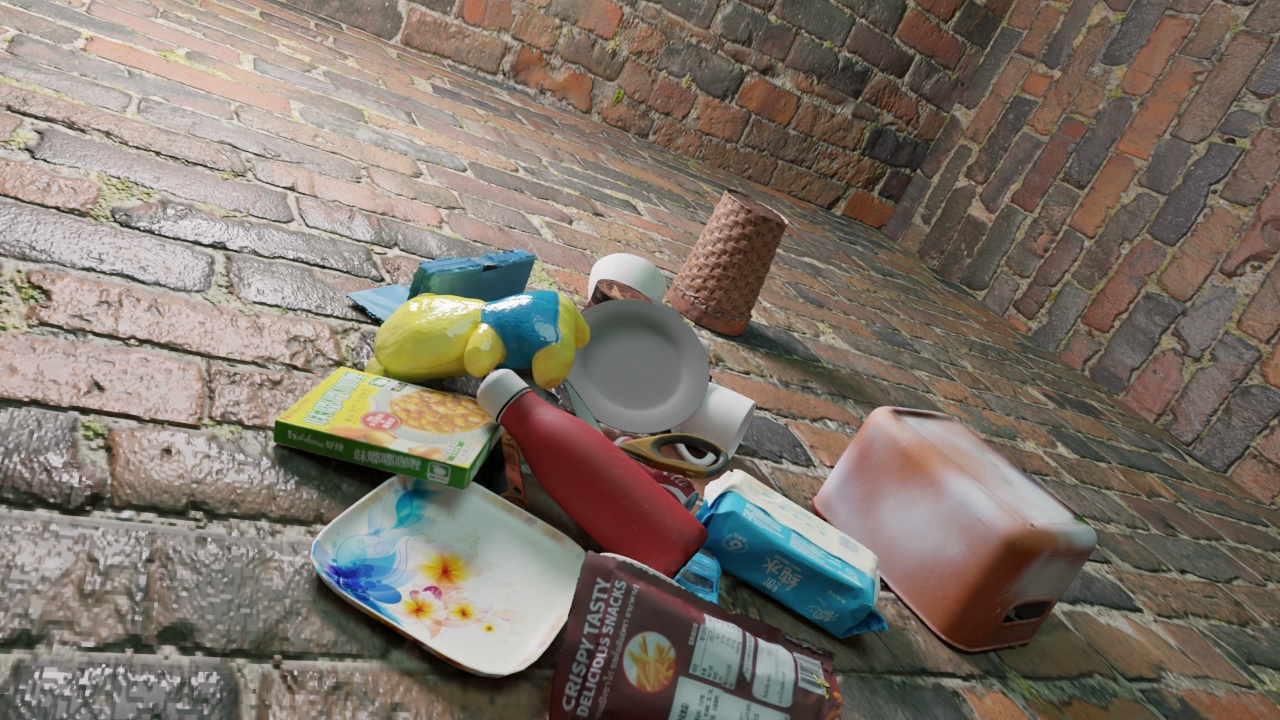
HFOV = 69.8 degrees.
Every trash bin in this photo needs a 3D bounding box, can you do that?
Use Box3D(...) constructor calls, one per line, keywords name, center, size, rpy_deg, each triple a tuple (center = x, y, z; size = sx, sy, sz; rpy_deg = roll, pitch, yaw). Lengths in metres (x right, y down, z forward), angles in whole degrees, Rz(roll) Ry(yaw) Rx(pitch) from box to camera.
Box3D(name="trash bin", center=(0.357, 0.181, 1.048), size=(0.181, 0.158, 0.259), rpy_deg=(8, 28, -39))
Box3D(name="trash bin", center=(0.156, -0.168, 1.563), size=(0.151, 0.210, 0.151), rpy_deg=(23, 21, -10))

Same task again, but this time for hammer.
Box3D(name="hammer", center=(-0.132, 0.061, 0.936), size=(0.137, 0.035, 0.314), rpy_deg=(18, 23, -21))

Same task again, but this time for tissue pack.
Box3D(name="tissue pack", center=(0.151, 0.191, 0.911), size=(0.209, 0.066, 0.116), rpy_deg=(29, 20, 5))

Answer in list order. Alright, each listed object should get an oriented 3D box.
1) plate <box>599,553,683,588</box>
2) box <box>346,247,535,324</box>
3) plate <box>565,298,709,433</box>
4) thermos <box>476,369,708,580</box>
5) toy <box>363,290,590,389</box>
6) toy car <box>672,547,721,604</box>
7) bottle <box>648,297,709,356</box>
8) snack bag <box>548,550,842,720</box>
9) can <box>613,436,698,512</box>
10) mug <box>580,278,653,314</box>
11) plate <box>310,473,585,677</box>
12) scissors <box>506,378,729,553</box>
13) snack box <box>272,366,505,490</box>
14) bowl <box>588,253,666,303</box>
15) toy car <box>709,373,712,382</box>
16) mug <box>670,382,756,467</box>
Box3D(name="plate", center=(0.005, 0.193, 0.736), size=(0.104, 0.104, 0.026), rpy_deg=(26, 65, 13))
Box3D(name="box", center=(-0.238, -0.101, 1.120), size=(0.112, 0.094, 0.231), rpy_deg=(29, 21, 15))
Box3D(name="plate", center=(-0.006, 0.006, 1.077), size=(0.178, 0.012, 0.178), rpy_deg=(6, 60, -11))
Box3D(name="thermos", center=(-0.050, 0.096, 0.800), size=(0.240, 0.073, 0.073), rpy_deg=(42, 24, 12))
Box3D(name="toy", center=(-0.165, -0.027, 0.930), size=(0.214, 0.084, 0.148), rpy_deg=(1, 22, 5))
Box3D(name="toy car", center=(0.050, 0.199, 0.824), size=(0.048, 0.032, 0.105), rpy_deg=(26, 22, -2))
Box3D(name="bottle", center=(0.013, -0.039, 1.272), size=(0.173, 0.084, 0.046), rpy_deg=(20, 22, -18))
Box3D(name="snack bag", center=(0.041, 0.230, 0.653), size=(0.208, 0.067, 0.138), rpy_deg=(24, 57, -11))
Box3D(name="can", center=(0.008, 0.122, 0.923), size=(0.096, 0.054, 0.053), rpy_deg=(34, 22, 20))
Box3D(name="mug", center=(-0.048, -0.047, 1.183), size=(0.080, 0.107, 0.115), rpy_deg=(11, 26, -35))
Box3D(name="plate", center=(-0.140, 0.158, 0.707), size=(0.187, 0.016, 0.186), rpy_deg=(28, 24, 9))
Box3D(name="scissors", center=(-0.011, 0.101, 0.877), size=(0.228, 0.016, 0.225), rpy_deg=(-8, 56, -27))
Box3D(name="snack box", center=(-0.214, 0.056, 0.813), size=(0.168, 0.027, 0.131), rpy_deg=(13, 21, 3))
Box3D(name="bowl", center=(-0.024, -0.091, 1.322), size=(0.116, 0.117, 0.065), rpy_deg=(23, 51, -9))
Box3D(name="toy car", center=(0.043, 0.022, 1.214), size=(0.120, 0.044, 0.056), rpy_deg=(-2, 35, -48))
Box3D(name="mug", center=(0.074, 0.078, 1.094), size=(0.088, 0.081, 0.114), rpy_deg=(26, 51, 14))
